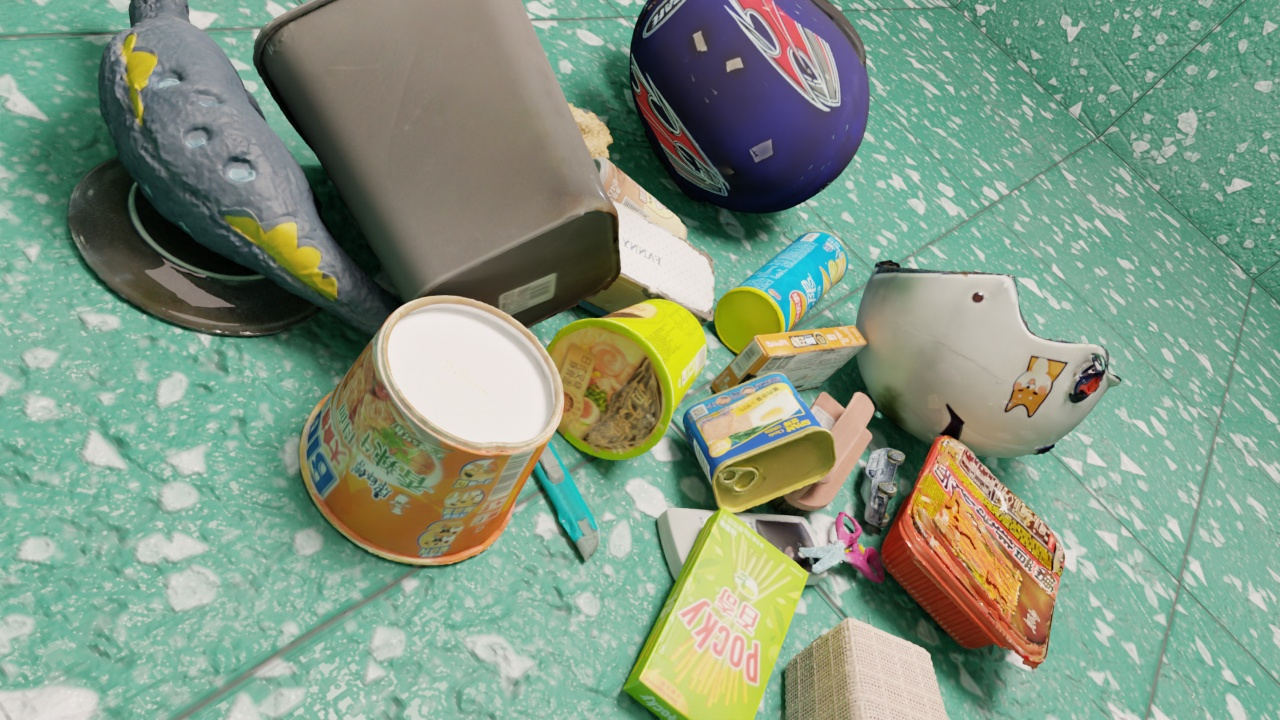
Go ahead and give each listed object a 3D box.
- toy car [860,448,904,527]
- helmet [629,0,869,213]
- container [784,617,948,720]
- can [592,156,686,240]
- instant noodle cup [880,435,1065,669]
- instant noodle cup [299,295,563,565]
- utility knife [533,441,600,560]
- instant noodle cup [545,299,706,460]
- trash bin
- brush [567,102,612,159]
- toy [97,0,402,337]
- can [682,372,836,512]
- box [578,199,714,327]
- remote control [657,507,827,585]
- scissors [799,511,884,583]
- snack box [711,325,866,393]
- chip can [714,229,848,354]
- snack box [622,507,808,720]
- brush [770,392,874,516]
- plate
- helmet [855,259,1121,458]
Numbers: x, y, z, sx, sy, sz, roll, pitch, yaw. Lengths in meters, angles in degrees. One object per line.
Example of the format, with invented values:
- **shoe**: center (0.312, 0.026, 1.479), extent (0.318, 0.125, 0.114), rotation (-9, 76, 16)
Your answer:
- **toy car**: center (0.222, 0.116, 0.849), extent (0.034, 0.043, 0.090), rotation (16, 33, 14)
- **helmet**: center (0.101, -0.312, 0.998), extent (0.315, 0.248, 0.240), rotation (54, 21, 8)
- **container**: center (0.153, 0.249, 0.624), extent (0.090, 0.090, 0.110), rotation (26, 37, -17)
- **can**: center (-0.013, -0.138, 0.872), extent (0.116, 0.059, 0.058), rotation (33, 35, -35)
- **instant noodle cup**: center (0.288, 0.171, 0.809), extent (0.164, 0.079, 0.188), rotation (47, 36, 3)
- **instant noodle cup**: center (-0.125, 0.038, 0.584), extent (0.151, 0.112, 0.151), rotation (22, 42, -21)
- **utility knife**: center (-0.076, 0.066, 0.677), extent (0.029, 0.013, 0.182), rotation (-11, 60, -45)
- **instant noodle cup**: center (-0.004, 0.004, 0.731), extent (0.111, 0.112, 0.123), rotation (43, 30, 5)
- **trash bin**: center (-0.131, -0.140, 0.676), extent (0.199, 0.199, 0.219), rotation (-27, 76, -7)
- **brush**: center (-0.080, -0.175, 0.899), extent (0.083, 0.046, 0.254), rotation (29, 43, -19)
- **toy**: center (-0.288, -0.153, 0.621), extent (0.356, 0.092, 0.137), rotation (55, 24, 14)
- **can**: center (0.093, 0.064, 0.740), extent (0.102, 0.057, 0.083), rotation (-21, 38, -4)
- **box**: center (-0.020, -0.086, 0.818), extent (0.184, 0.061, 0.089), rotation (25, 49, -22)
- **remote control**: center (0.083, 0.146, 0.720), extent (0.149, 0.021, 0.058), rotation (9, 47, -32)
- **scissors**: center (0.161, 0.151, 0.761), extent (0.137, 0.017, 0.073), rotation (16, 44, -49)
- **snack box**: center (0.142, 0.003, 0.866), extent (0.153, 0.075, 0.026), rotation (-7, 58, -43)
- **chip can**: center (0.152, -0.074, 0.956), extent (0.071, 0.071, 0.209), rotation (44, 37, 6)
- **snack box**: center (0.057, 0.185, 0.637), extent (0.086, 0.026, 0.156), rotation (39, 47, -4)
- **brush**: center (0.159, 0.081, 0.806), extent (0.063, 0.073, 0.145), rotation (44, 40, 4)
- **plate**: center (-0.298, -0.093, 0.645), extent (0.179, 0.024, 0.179), rotation (22, 42, -21)
- **helmet**: center (0.328, 0.016, 0.927), extent (0.274, 0.157, 0.230), rotation (31, -1, -26)
